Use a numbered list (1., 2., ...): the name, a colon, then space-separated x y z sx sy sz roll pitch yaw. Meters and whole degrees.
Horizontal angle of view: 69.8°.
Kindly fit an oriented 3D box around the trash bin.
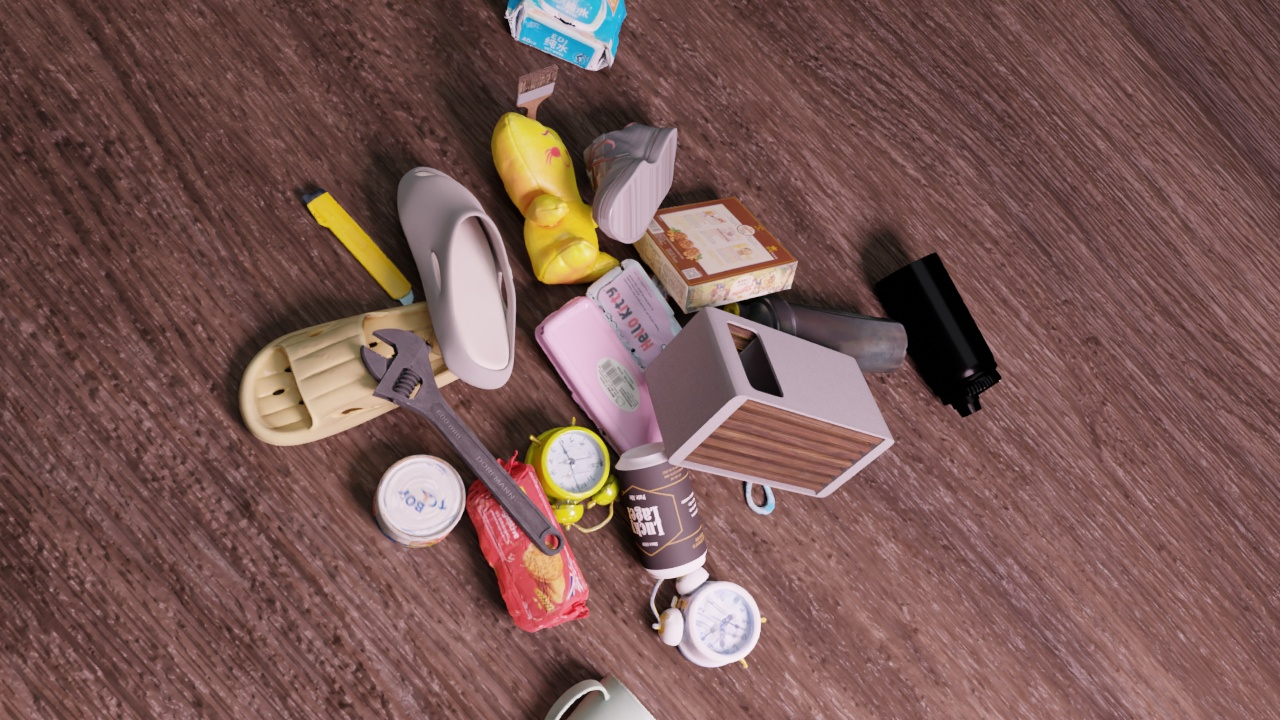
1. trash bin: 0.135 0.050 0.969 0.228 0.115 0.114 17 41 -34

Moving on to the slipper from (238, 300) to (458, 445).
1. slipper: -0.266 -0.006 0.909 0.260 0.079 0.111 -21 78 -26

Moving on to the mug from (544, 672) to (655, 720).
1. mug: -0.045 0.352 0.864 0.104 0.084 0.111 -41 120 -16

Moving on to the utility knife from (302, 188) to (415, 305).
1. utility knife: -0.294 -0.117 0.967 0.159 0.017 0.030 47 68 0

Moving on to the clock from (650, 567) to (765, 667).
1. clock: 0.067 0.268 0.962 0.125 0.052 0.088 29 66 -7

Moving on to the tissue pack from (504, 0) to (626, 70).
1. tissue pack: -0.090 -0.421 1.119 0.144 0.062 0.092 19 68 -14

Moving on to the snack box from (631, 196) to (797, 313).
1. snack box: 0.082 -0.127 1.064 0.146 0.041 0.143 -14 47 -24

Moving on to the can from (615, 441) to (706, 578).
1. can: 0.022 0.154 0.952 0.071 0.072 0.128 -18 98 -25

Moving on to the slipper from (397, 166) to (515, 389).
1. slipper: -0.171 -0.102 0.936 0.112 0.081 0.265 12 52 -45

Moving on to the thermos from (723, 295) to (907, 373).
1. thermos: 0.208 -0.023 1.088 0.220 0.098 0.098 4 72 -25

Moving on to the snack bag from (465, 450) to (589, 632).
1. snack bag: -0.115 0.183 0.905 0.082 0.082 0.176 -23 81 -26

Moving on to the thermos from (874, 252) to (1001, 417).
1. thermos: 0.382 -0.029 1.157 0.086 0.086 0.198 -23 83 -26

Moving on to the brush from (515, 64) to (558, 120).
1. brush: -0.120 -0.278 1.015 0.045 0.143 0.008 -26 82 -18

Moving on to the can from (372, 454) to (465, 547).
1. can: -0.216 0.138 0.899 0.086 0.043 0.086 7 69 -18

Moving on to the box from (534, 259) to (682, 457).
1. box: -0.006 0.006 1.006 0.152 0.037 0.201 -39 101 -20

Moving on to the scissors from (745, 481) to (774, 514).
1. scissors: 0.146 0.103 1.067 0.117 0.013 0.140 -15 77 -24

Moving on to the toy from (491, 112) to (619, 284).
1. toy: -0.101 -0.173 1.022 0.088 0.134 0.194 -24 86 18

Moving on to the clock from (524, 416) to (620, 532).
1. clock: -0.069 0.121 0.954 0.083 0.057 0.119 -25 90 -26

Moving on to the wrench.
1. wrench: -0.166 0.078 0.869 0.273 0.018 0.072 49 56 -1

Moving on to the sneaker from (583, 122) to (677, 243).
1. sneaker: -0.027 -0.206 1.034 0.089 0.099 0.235 10 33 13

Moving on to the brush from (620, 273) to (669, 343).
1. brush: -0.010 -0.034 1.041 0.041 0.030 0.172 34 65 -7
